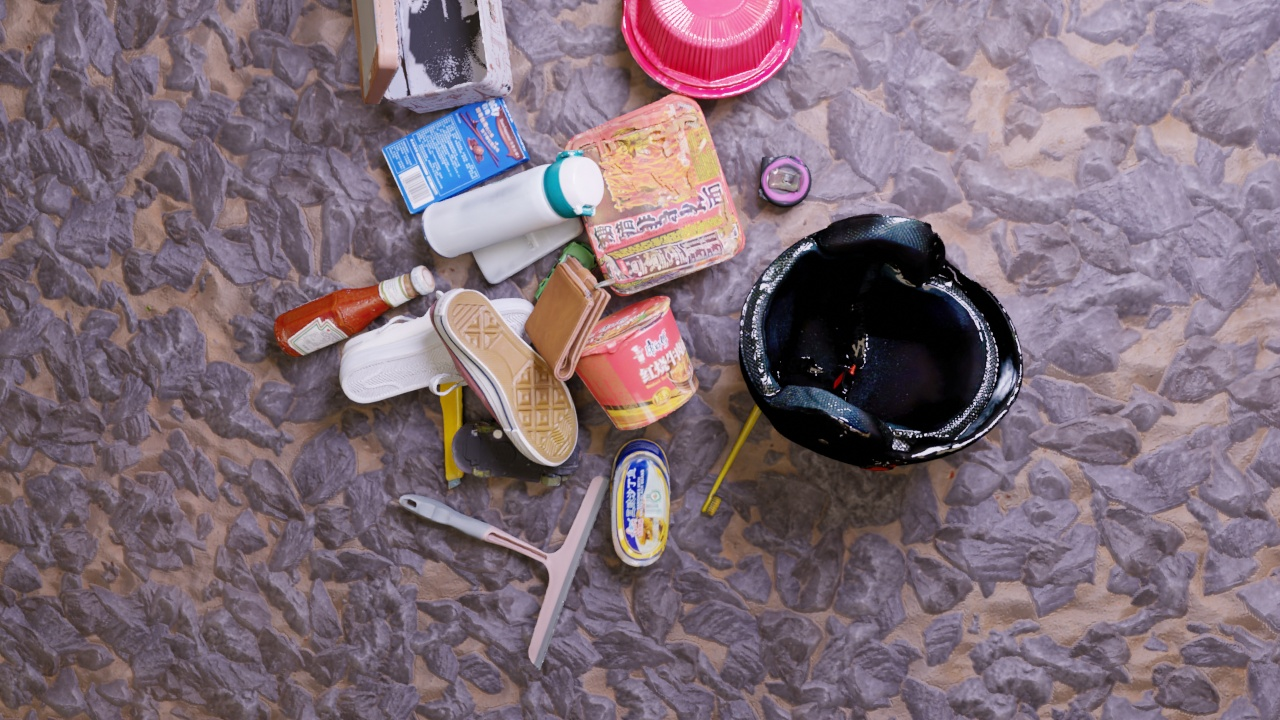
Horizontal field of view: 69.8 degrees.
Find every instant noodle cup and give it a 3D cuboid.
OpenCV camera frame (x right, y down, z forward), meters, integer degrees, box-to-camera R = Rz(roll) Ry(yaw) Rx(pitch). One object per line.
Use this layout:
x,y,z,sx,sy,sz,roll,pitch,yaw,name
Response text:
0.015,-0.182,1.017,0.165,0.079,0.189,-17,99,13,instant noodle cup
0.073,-0.372,0.945,0.194,0.066,0.193,0,84,3,instant noodle cup
-0.006,0.006,1.039,0.138,0.137,0.108,-25,105,14,instant noodle cup

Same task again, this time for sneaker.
-0.242,-0.027,1.103,0.242,0.090,0.090,-18,131,-5,sneaker
-0.163,0.021,1.051,0.088,0.118,0.241,-4,128,52,sneaker

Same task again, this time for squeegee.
-0.190,0.220,1.158,0.250,0.040,0.247,21,89,11,squeegee

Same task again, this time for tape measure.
0.159,-0.197,1.009,0.058,0.039,0.057,8,103,8,tape measure

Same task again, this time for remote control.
-0.133,-0.143,1.079,0.136,0.020,0.056,-29,85,15,remote control

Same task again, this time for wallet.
-0.081,-0.056,1.001,0.035,0.130,0.119,25,103,-30,wallet

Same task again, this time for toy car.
-0.088,-0.097,1.076,0.043,0.036,0.091,37,101,2,toy car
-0.152,0.110,1.125,0.158,0.042,0.070,7,101,1,toy car

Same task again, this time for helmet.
0.233,-0.006,0.940,0.275,0.230,0.233,19,79,4,helmet

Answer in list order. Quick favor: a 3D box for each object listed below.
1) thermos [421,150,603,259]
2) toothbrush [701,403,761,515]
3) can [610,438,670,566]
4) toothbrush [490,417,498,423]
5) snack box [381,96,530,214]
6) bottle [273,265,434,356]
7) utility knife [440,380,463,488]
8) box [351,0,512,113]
-0.141,-0.171,1.011,0.225,0.073,0.073,-11,100,35,thermos
0.120,0.102,1.091,0.016,0.015,0.190,25,105,-1,toothbrush
0.000,0.171,1.102,0.074,0.049,0.148,2,104,0,can
-0.166,0.062,1.136,0.014,0.016,0.189,46,108,10,toothbrush
-0.216,-0.241,1.072,0.157,0.026,0.084,-22,96,14,snack box
-0.347,-0.064,1.116,0.206,0.059,0.060,-21,97,13,bottle
-0.235,0.083,1.148,0.033,0.015,0.165,8,103,29,utility knife
-0.244,-0.372,0.959,0.154,0.181,0.182,-8,92,12,box
